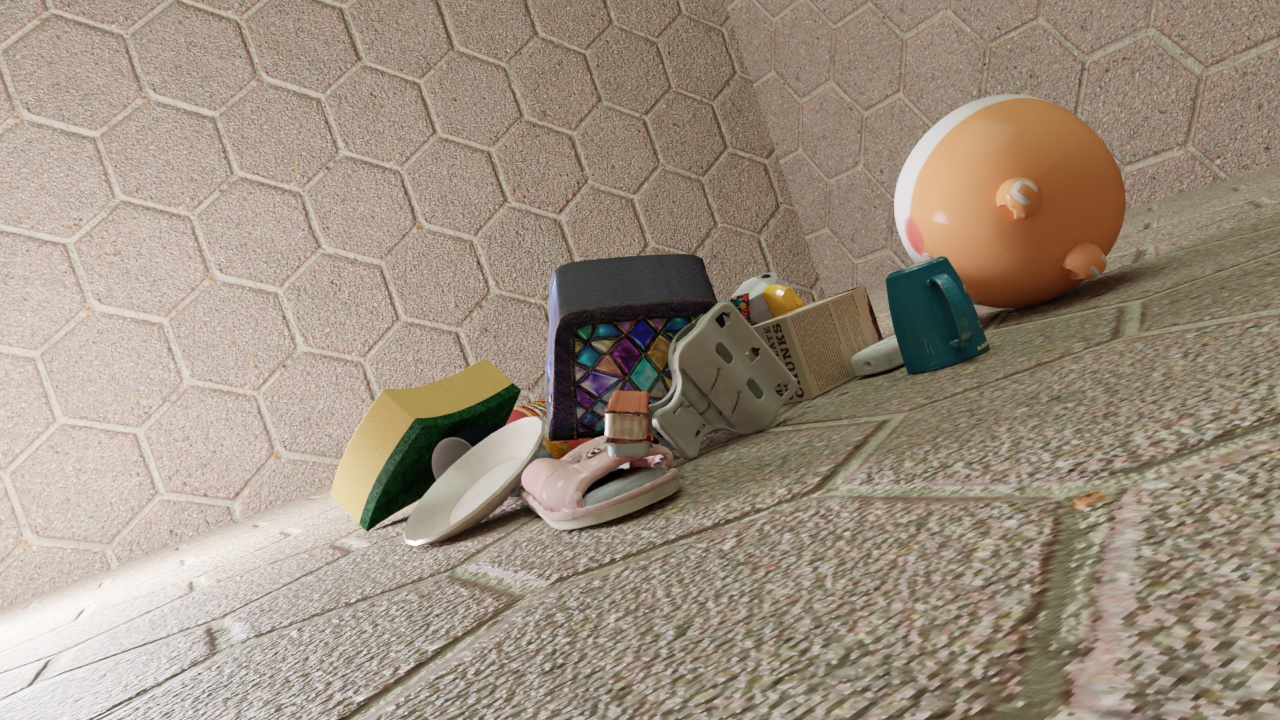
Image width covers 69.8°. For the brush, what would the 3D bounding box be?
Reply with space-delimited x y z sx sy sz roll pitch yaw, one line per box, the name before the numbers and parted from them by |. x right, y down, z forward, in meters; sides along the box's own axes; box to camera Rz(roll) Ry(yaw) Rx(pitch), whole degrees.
brush | -0.297 0.112 1.289 0.195 0.075 0.249 -57 -16 25

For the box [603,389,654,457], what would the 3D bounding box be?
box | -0.009 0.045 0.796 0.058 0.053 0.186 -36 5 2

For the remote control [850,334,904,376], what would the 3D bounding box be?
remote control | 0.289 -0.010 1.049 0.114 0.028 0.060 -21 2 -43

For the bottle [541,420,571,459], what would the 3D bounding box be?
bottle | -0.098 0.099 1.246 0.108 0.063 0.063 -25 5 -31

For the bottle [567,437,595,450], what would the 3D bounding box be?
bottle | -0.049 0.085 1.221 0.044 0.044 0.108 -17 16 48

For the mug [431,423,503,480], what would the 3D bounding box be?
mug | -0.230 0.145 1.249 0.122 0.085 0.094 -51 -14 26

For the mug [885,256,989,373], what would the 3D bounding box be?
mug | 0.298 -0.049 0.920 0.084 0.104 0.112 -19 1 -3

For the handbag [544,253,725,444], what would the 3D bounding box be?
handbag | -0.006 0.006 1.013 0.205 0.222 0.125 -5 34 -5

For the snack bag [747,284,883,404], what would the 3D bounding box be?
snack bag | 0.226 -0.024 1.095 0.205 0.094 0.070 -21 2 -41

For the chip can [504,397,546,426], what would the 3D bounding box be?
chip can | -0.158 0.102 1.535 0.087 0.087 0.213 -19 1 24

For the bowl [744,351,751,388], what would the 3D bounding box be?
bowl | 0.165 0.009 1.271 0.115 0.062 0.115 -19 2 0

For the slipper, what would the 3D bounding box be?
slipper | -0.049 0.102 0.820 0.114 0.054 0.275 -21 3 -22

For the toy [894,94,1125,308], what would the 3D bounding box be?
toy | 0.455 -0.186 1.136 0.266 0.263 0.280 -48 16 13

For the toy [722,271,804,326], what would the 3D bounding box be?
toy | 0.075 -0.029 1.210 0.267 0.141 0.247 -38 20 -20

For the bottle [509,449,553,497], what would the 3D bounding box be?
bottle | -0.135 0.129 1.059 0.072 0.046 0.161 -20 2 -17

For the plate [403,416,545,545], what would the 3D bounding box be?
plate | -0.167 0.131 0.965 0.189 0.027 0.188 -34 18 12

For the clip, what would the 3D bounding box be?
clip | 0.069 0.030 0.912 0.147 0.125 0.081 -43 11 -3
